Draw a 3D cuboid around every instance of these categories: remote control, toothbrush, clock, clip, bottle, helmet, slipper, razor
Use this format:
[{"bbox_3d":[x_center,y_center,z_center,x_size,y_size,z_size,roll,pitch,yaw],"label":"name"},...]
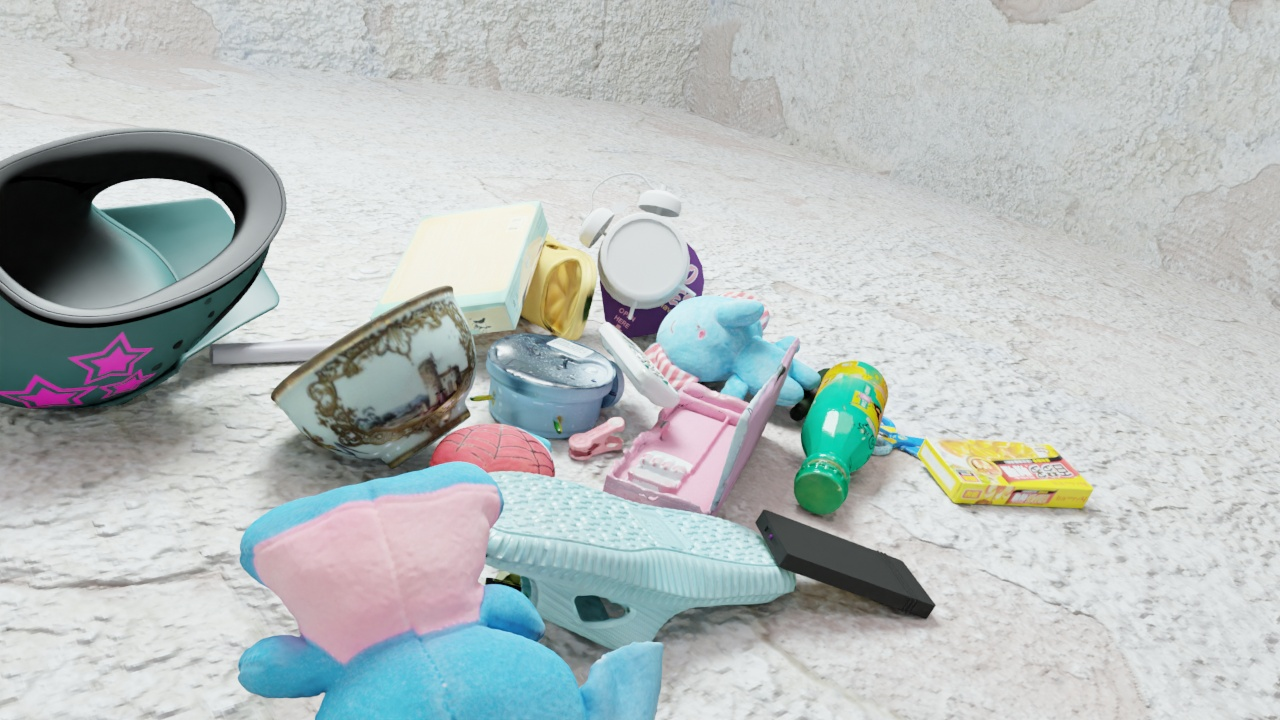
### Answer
[{"bbox_3d":[0.148,0.147,0.665,0.133,0.013,0.058,23,17,-19],"label":"remote control"},{"bbox_3d":[-0.299,-0.009,0.856,0.187,0.018,0.019,-3,28,-34],"label":"toothbrush"},{"bbox_3d":[-0.003,-0.131,1.026,0.120,0.159,0.061,-20,-2,-2],"label":"clock"},{"bbox_3d":[-0.037,0.073,0.798,0.059,0.045,0.023,-39,44,-22],"label":"clip"},{"bbox_3d":[0.183,0.070,0.849,0.068,0.068,0.209,18,29,14],"label":"bottle"},{"bbox_3d":[-0.399,-0.067,0.706,0.273,0.201,0.176,-34,93,-44],"label":"helmet"},{"bbox_3d":[-0.012,0.133,0.599,0.275,0.069,0.116,16,16,-35],"label":"slipper"},{"bbox_3d":[-0.005,0.005,0.842,0.050,0.022,0.133,39,5,-28],"label":"remote control"},{"bbox_3d":[-0.078,0.018,0.852,0.118,0.060,0.161,20,22,19],"label":"clock"},{"bbox_3d":[0.184,0.039,0.977,0.033,0.033,0.122,21,24,21],"label":"bottle"},{"bbox_3d":[-0.070,0.124,0.650,0.044,0.021,0.144,13,19,2],"label":"razor"},{"bbox_3d":[-0.122,-0.095,1.062,0.078,0.100,0.263,1,20,-22],"label":"slipper"}]

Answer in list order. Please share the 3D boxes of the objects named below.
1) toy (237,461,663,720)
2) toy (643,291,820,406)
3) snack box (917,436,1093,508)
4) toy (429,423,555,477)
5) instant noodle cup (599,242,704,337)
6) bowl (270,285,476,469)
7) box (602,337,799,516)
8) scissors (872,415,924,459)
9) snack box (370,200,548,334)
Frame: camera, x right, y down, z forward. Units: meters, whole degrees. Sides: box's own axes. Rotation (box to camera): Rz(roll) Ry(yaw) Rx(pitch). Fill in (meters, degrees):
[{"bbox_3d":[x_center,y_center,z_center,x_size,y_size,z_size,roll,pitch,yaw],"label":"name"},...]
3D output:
[{"bbox_3d":[-0.093,0.137,0.433,0.223,0.099,0.191,-12,64,-24],"label":"toy"},{"bbox_3d":[0.101,-0.016,0.963,0.181,0.115,0.182,27,45,31],"label":"toy"},{"bbox_3d":[0.354,0.109,0.893,0.152,0.025,0.075,5,30,-18],"label":"snack box"},{"bbox_3d":[-0.110,0.074,0.698,0.092,0.062,0.133,14,10,-8],"label":"toy"},{"bbox_3d":[0.005,-0.094,1.123,0.122,0.137,0.122,36,4,-8],"label":"instant noodle cup"},{"bbox_3d":[-0.186,0.025,0.702,0.094,0.160,0.159,56,27,-2],"label":"bowl"},{"bbox_3d":[0.060,0.043,0.788,0.106,0.116,0.232,18,22,16],"label":"box"},{"bbox_3d":[0.261,0.083,0.936,0.123,0.016,0.125,-16,35,-42],"label":"scissors"},{"bbox_3d":[-0.184,-0.097,0.962,0.141,0.044,0.193,-6,39,12],"label":"snack box"}]
